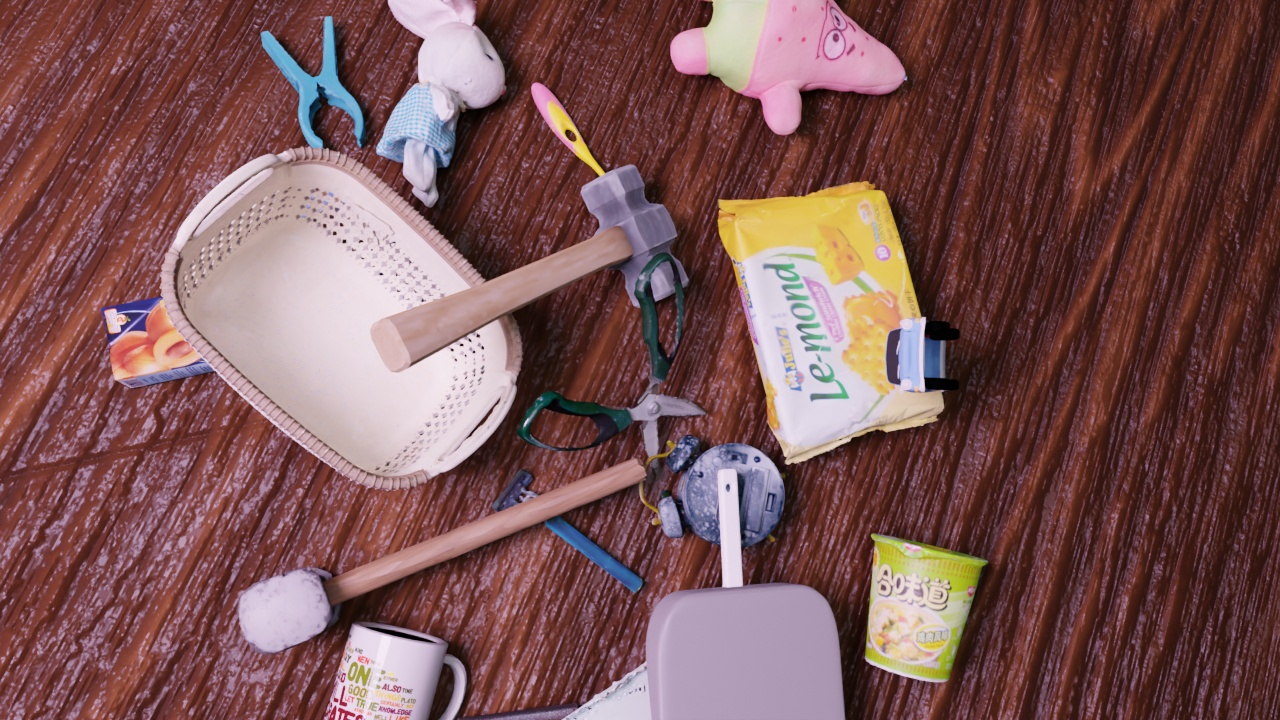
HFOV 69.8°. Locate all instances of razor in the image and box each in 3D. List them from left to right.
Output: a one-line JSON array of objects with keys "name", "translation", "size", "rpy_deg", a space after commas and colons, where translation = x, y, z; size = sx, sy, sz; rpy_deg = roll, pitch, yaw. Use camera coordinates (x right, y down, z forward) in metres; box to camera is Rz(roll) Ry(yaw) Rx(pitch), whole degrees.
[{"name": "razor", "translation": [-0.057, 0.150, 0.779], "size": [0.144, 0.022, 0.042], "rpy_deg": [37, 76, -3]}]

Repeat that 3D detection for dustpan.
[{"name": "dustpan", "translation": [0.081, 0.215, 0.729], "size": [0.163, 0.033, 0.257], "rpy_deg": [1, 81, -23]}]

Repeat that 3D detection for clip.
[{"name": "clip", "translation": [-0.268, -0.244, 0.811], "size": [0.113, 0.028, 0.126], "rpy_deg": [-11, 81, -11]}]

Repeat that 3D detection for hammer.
[{"name": "hammer", "translation": [-0.147, 0.144, 0.726], "size": [0.328, 0.098, 0.052], "rpy_deg": [-20, 83, -16]}, {"name": "hammer", "translation": [-0.075, -0.064, 0.709], "size": [0.321, 0.051, 0.117], "rpy_deg": [-33, 100, -50]}]

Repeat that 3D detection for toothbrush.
[{"name": "toothbrush", "translation": [-0.059, -0.202, 0.849], "size": [0.021, 0.016, 0.135], "rpy_deg": [-35, 85, -13]}]

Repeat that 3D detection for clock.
[{"name": "clock", "translation": [0.062, 0.114, 0.792], "size": [0.129, 0.052, 0.090], "rpy_deg": [14, 77, -9]}]

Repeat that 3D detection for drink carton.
[{"name": "drink carton", "translation": [-0.356, -0.024, 0.743], "size": [0.130, 0.040, 0.064], "rpy_deg": [-14, 83, -13]}]

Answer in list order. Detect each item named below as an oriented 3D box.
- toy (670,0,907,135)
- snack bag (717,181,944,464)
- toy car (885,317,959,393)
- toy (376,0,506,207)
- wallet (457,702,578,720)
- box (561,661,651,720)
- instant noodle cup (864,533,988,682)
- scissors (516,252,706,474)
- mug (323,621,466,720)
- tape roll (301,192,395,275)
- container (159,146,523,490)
[{"name": "toy", "translation": [0.149, -0.301, 0.869], "size": [0.236, 0.097, 0.192], "rpy_deg": [13, 85, -16]}, {"name": "snack bag", "translation": [0.168, -0.041, 0.834], "size": [0.159, 0.068, 0.247], "rpy_deg": [-11, 83, -13]}, {"name": "toy car", "translation": [0.224, -0.002, 0.738], "size": [0.055, 0.153, 0.056], "rpy_deg": [0, 88, 24]}, {"name": "toy", "translation": [-0.166, -0.234, 0.795], "size": [0.105, 0.131, 0.205], "rpy_deg": [6, 84, -26]}, {"name": "wallet", "translation": [-0.093, 0.341, 0.732], "size": [0.099, 0.031, 0.120], "rpy_deg": [-4, 83, -10]}, {"name": "box", "translation": [0.011, 0.311, 0.722], "size": [0.197, 0.075, 0.125], "rpy_deg": [-27, 77, -29]}, {"name": "instant noodle cup", "translation": [0.239, 0.213, 0.792], "size": [0.099, 0.099, 0.108], "rpy_deg": [12, 86, -9]}, {"name": "scissors", "translation": [-0.004, 0.004, 0.756], "size": [0.201, 0.015, 0.204], "rpy_deg": [6, 101, -44]}, {"name": "mug", "translation": [-0.185, 0.259, 0.712], "size": [0.105, 0.074, 0.089], "rpy_deg": [23, 74, -36]}, {"name": "tape roll", "translation": [-0.256, -0.102, 0.789], "size": [0.093, 0.016, 0.091], "rpy_deg": [22, 76, -6]}, {"name": "container", "translation": [-0.223, -0.022, 0.689], "size": [0.246, 0.143, 0.184], "rpy_deg": [46, 61, -15]}]
